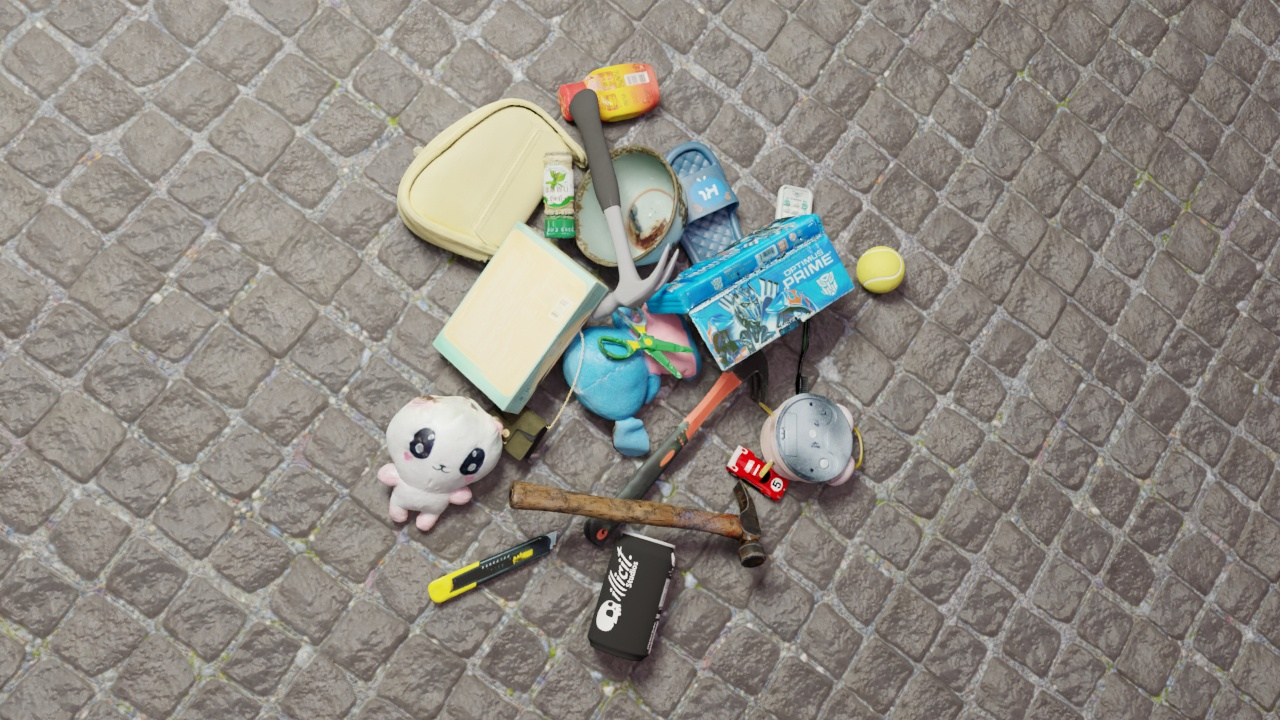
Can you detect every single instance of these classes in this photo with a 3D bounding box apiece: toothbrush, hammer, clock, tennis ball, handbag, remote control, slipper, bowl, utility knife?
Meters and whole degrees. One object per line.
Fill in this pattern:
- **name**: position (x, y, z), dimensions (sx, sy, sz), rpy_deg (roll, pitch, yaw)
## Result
- **toothbrush**: position (0.232, -0.040, 1.277), dimensions (0.017, 0.014, 0.188), rpy_deg (12, 80, -23)
- **hammer**: position (0.044, 0.107, 1.189), dimensions (0.333, 0.033, 0.133), rpy_deg (-47, 128, -7)
- **clock**: position (0.233, 0.108, 1.222), dimensions (0.157, 0.059, 0.116), rpy_deg (6, 75, -20)
- **tennis ball**: position (0.336, -0.127, 1.282), dimensions (0.065, 0.065, 0.065), rpy_deg (2, 82, -11)
- **handbag**: position (-0.126, 0.034, 1.139), dimensions (0.084, 0.027, 0.178), rpy_deg (38, 104, 18)
- **hammer**: position (-0.002, 0.180, 1.131), dimensions (0.330, 0.033, 0.119), rpy_deg (12, 42, -21)
- **hammer**: position (-0.038, -0.210, 1.151), dimensions (0.125, 0.029, 0.310), rpy_deg (-23, 69, 24)
- **handbag**: position (-0.195, -0.237, 1.192), dimensions (0.191, 0.089, 0.232), rpy_deg (38, 76, -20)
- **remote control**: position (0.210, -0.179, 1.287), dimensions (0.050, 0.022, 0.133), rpy_deg (10, 80, -10)
- **slipper**: position (0.089, -0.196, 1.248), dimensions (0.103, 0.059, 0.213), rpy_deg (-19, 88, -12)
- **bowl**: position (0.001, -0.189, 1.199), dimensions (0.160, 0.093, 0.159), rpy_deg (-6, 80, 31)
- **utility knife**: position (-0.182, 0.257, 1.150), dimensions (0.173, 0.020, 0.029), rpy_deg (-23, 89, -14)

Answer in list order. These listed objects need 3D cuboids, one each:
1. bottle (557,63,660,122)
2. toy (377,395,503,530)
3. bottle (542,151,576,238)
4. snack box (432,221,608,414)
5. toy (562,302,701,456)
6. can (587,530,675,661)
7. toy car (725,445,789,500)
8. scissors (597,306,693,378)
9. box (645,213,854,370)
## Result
- **bottle**: position (-0.044, -0.362, 1.250), dimensions (0.134, 0.048, 0.071), rpy_deg (-15, 85, -13)
- **toy**: position (-0.251, 0.123, 1.122), dimensions (0.138, 0.101, 0.179), rpy_deg (22, 98, -20)
- **bottle**: position (-0.104, -0.211, 1.174), dimensions (0.042, 0.042, 0.110), rpy_deg (-3, 99, -12)
- **snack box**: position (-0.151, -0.054, 1.128), dimensions (0.141, 0.044, 0.194), rpy_deg (39, 98, 25)
- **toy**: position (-0.007, 0.007, 1.188), dimensions (0.191, 0.099, 0.224), rpy_deg (-28, 96, -25)
- **can**: position (-0.010, 0.293, 1.146), dimensions (0.080, 0.080, 0.146), rpy_deg (18, 79, -8)
- **toy car**: position (0.157, 0.151, 1.228), dimensions (0.089, 0.025, 0.038), rpy_deg (33, 77, -5)
- **scissors**: position (0.009, -0.029, 1.146), dimensions (0.130, 0.012, 0.112), rpy_deg (8, 63, -17)
- **box**: position (0.143, -0.090, 1.179), dimensions (0.242, 0.114, 0.114), rpy_deg (-31, 107, -25)
